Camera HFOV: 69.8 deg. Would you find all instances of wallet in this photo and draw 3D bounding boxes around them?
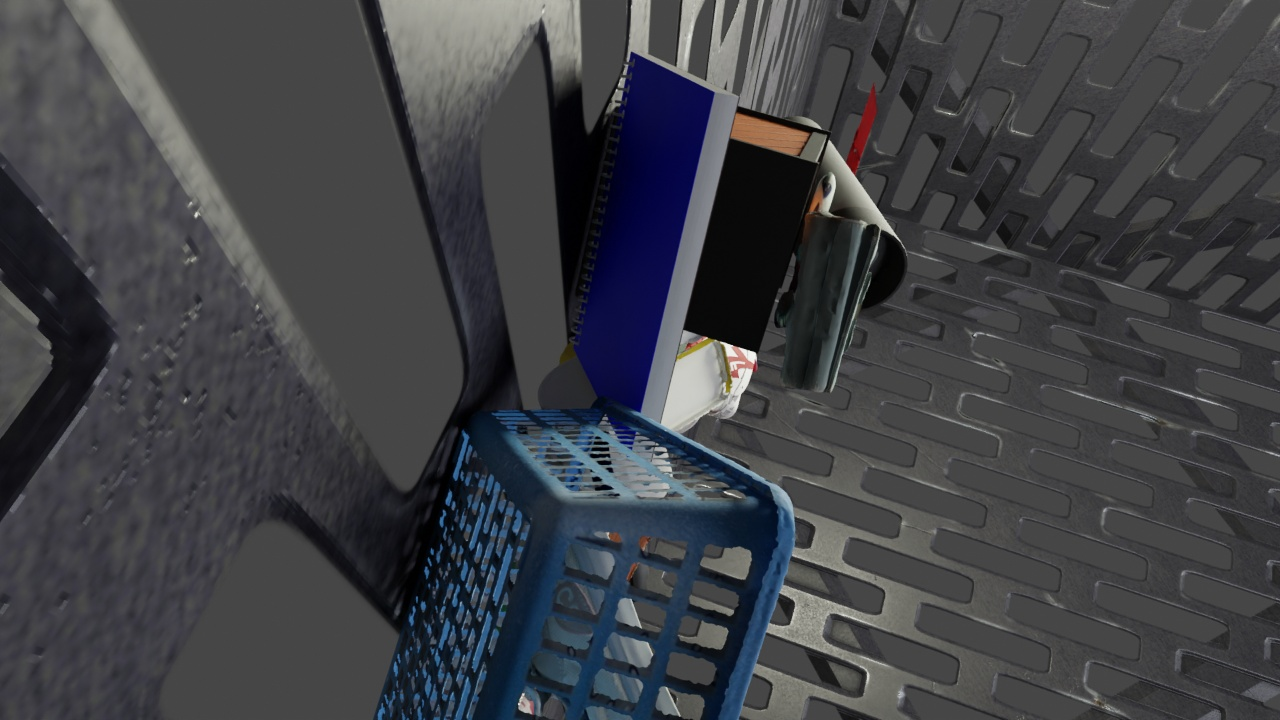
[{"bbox_3d":[0.137,-0.042,0.676,0.100,0.054,0.132,-17,122,-69],"label":"wallet"}]

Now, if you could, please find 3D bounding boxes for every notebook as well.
[{"bbox_3d":[-0.001,-0.072,0.564,0.171,0.022,0.209,-122,-139,-60],"label":"notebook"}]

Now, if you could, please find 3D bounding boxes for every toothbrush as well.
[{"bbox_3d":[0.134,-0.095,0.738,0.017,0.016,0.188,84,24,-48],"label":"toothbrush"}]

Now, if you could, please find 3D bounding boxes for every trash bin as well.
[{"bbox_3d":[0.055,-0.118,0.714,0.171,0.140,0.140,-55,162,-65],"label":"trash bin"}]

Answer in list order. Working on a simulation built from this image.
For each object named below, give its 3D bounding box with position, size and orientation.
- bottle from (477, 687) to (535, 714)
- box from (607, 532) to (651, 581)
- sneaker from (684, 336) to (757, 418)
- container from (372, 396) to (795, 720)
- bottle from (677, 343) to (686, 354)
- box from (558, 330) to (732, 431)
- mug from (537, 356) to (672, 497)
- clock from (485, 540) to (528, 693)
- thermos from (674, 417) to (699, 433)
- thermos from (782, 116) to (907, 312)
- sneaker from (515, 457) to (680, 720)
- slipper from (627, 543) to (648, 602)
[{"bbox_3d":[-0.117,0.293,0.762,0.105,0.056,0.056,-57,163,-62],"label":"bottle"},{"bbox_3d":[-0.056,0.202,0.824,0.187,0.083,0.042,-61,175,16],"label":"box"},{"bbox_3d":[0.069,0.017,0.977,0.104,0.090,0.236,67,24,-5],"label":"sneaker"},{"bbox_3d":[-0.073,0.196,0.438,0.257,0.089,0.362,20,-88,70],"label":"container"},{"bbox_3d":[-0.005,0.005,0.830,0.061,0.061,0.131,56,43,-36],"label":"bottle"},{"bbox_3d":[0.012,0.011,0.775,0.209,0.036,0.130,-29,124,-42],"label":"box"},{"bbox_3d":[-0.023,0.063,0.653,0.111,0.079,0.097,-95,172,-57],"label":"mug"},{"bbox_3d":[-0.072,0.179,0.743,0.121,0.075,0.162,-32,139,-78],"label":"clock"},{"bbox_3d":[0.038,0.022,1.140,0.220,0.099,0.099,-62,168,-74],"label":"thermos"},{"bbox_3d":[0.168,-0.144,0.859,0.240,0.082,0.082,-101,-161,-53],"label":"thermos"},{"bbox_3d":[-0.053,0.176,0.612,0.090,0.090,0.242,102,-33,-57],"label":"sneaker"},{"bbox_3d":[-0.030,0.177,1.065,0.112,0.075,0.268,-104,-168,-54],"label":"slipper"}]
